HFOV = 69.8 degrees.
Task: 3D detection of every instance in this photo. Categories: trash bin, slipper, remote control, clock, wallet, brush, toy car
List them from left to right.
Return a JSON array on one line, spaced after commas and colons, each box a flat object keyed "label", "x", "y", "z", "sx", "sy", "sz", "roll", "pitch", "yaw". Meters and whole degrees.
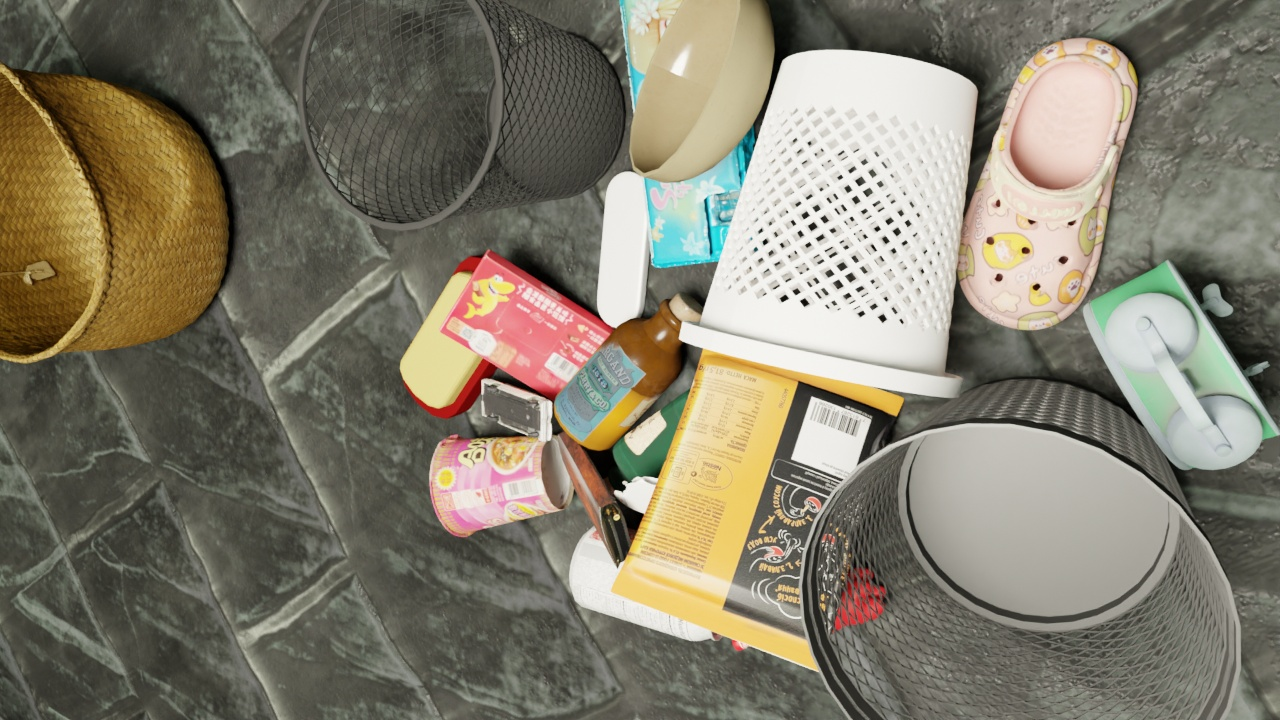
[{"label": "brush", "x": -0.175, "y": -0.020, "z": 0.884, "sx": 0.082, "sy": 0.041, "sz": 0.174, "roll": 44, "pitch": 116, "yaw": 14}, {"label": "trash bin", "x": -0.124, "y": -0.200, "z": 0.728, "sx": 0.184, "sy": 0.209, "sz": 0.184, "roll": 5, "pitch": 102, "yaw": 27}, {"label": "toy car", "x": -0.110, "y": 0.043, "z": 0.846, "sx": 0.113, "sy": 0.039, "sz": 0.039, "roll": 14, "pitch": 107, "yaw": 49}, {"label": "wallet", "x": -0.040, "y": 0.117, "z": 0.793, "sx": 0.123, "sy": 0.019, "sz": 0.072, "roll": -129, "pitch": 22, "yaw": -55}, {"label": "remote control", "x": -0.013, "y": -0.096, "z": 0.802, "sx": 0.043, "sy": 0.013, "sz": 0.136, "roll": 12, "pitch": 105, "yaw": 25}, {"label": "trash bin", "x": 0.142, "y": -0.094, "z": 0.635, "sx": 0.196, "sy": 0.195, "sz": 0.199, "roll": 14, "pitch": 96, "yaw": 25}, {"label": "trash bin", "x": 0.242, "y": 0.122, "z": 0.587, "sx": 0.218, "sy": 0.226, "sz": 0.218, "roll": 5, "pitch": 102, "yaw": 27}, {"label": "slipper", "x": 0.267, "y": -0.117, "z": 0.614, "sx": 0.093, "sy": 0.081, "sz": 0.197, "roll": 16, "pitch": 104, "yaw": 25}, {"label": "clock", "x": 0.331, "y": 0.004, "z": 0.556, "sx": 0.076, "sy": 0.161, "sz": 0.122, "roll": -33, "pitch": 83, "yaw": 29}]

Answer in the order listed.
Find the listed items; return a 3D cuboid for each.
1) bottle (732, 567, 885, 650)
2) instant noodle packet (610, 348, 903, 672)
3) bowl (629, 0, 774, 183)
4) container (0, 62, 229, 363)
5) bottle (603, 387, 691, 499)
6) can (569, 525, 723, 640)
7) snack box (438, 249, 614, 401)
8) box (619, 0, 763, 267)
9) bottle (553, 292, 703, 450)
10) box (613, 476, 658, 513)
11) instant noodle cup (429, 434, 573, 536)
[{"label": "bottle", "x": 0.136, "y": 0.214, "z": 0.765, "sx": 0.142, "sy": 0.041, "sz": 0.042, "roll": -32, "pitch": 84, "yaw": 29}, {"label": "instant noodle packet", "x": 0.091, "y": 0.098, "z": 0.690, "sx": 0.160, "sy": 0.032, "sz": 0.220, "roll": 19, "pitch": 68, "yaw": 9}, {"label": "bowl", "x": 0.050, "y": -0.195, "z": 0.652, "sx": 0.050, "sy": 0.152, "sz": 0.153, "roll": 17, "pitch": 114, "yaw": -23}, {"label": "container", "x": -0.611, "y": -0.153, "z": 1.002, "sx": 0.307, "sy": 0.196, "sz": 0.307, "roll": 5, "pitch": 101, "yaw": 25}, {"label": "bottle", "x": 0.018, "y": 0.080, "z": 0.791, "sx": 0.131, "sy": 0.061, "sz": 0.061, "roll": -38, "pitch": 84, "yaw": 28}, {"label": "can", "x": 0.012, "y": 0.194, "z": 0.806, "sx": 0.136, "sy": 0.078, "sz": 0.078, "roll": 10, "pitch": 104, "yaw": 26}, {"label": "snack box", "x": -0.102, "y": -0.028, "z": 0.824, "sx": 0.133, "sy": 0.021, "sz": 0.089, "roll": 32, "pitch": 115, "yaw": -11}, {"label": "box", "x": 0.040, "y": -0.192, "z": 0.739, "sx": 0.094, "sy": 0.041, "sz": 0.227, "roll": -3, "pitch": 98, "yaw": 28}, {"label": "bottle", "x": -0.005, "y": 0.005, "z": 0.785, "sx": 0.068, "sy": 0.067, "sz": 0.157, "roll": 48, "pitch": 117, "yaw": 12}, {"label": "box", "x": 0.066, "y": 0.138, "z": 0.735, "sx": 0.084, "sy": 0.141, "sz": 0.140, "roll": 103, "pitch": 145, "yaw": -62}, {"label": "instant noodle cup", "x": -0.124, "y": 0.112, "z": 0.859, "sx": 0.109, "sy": 0.097, "sz": 0.098, "roll": -10, "pitch": 95, "yaw": 21}]
